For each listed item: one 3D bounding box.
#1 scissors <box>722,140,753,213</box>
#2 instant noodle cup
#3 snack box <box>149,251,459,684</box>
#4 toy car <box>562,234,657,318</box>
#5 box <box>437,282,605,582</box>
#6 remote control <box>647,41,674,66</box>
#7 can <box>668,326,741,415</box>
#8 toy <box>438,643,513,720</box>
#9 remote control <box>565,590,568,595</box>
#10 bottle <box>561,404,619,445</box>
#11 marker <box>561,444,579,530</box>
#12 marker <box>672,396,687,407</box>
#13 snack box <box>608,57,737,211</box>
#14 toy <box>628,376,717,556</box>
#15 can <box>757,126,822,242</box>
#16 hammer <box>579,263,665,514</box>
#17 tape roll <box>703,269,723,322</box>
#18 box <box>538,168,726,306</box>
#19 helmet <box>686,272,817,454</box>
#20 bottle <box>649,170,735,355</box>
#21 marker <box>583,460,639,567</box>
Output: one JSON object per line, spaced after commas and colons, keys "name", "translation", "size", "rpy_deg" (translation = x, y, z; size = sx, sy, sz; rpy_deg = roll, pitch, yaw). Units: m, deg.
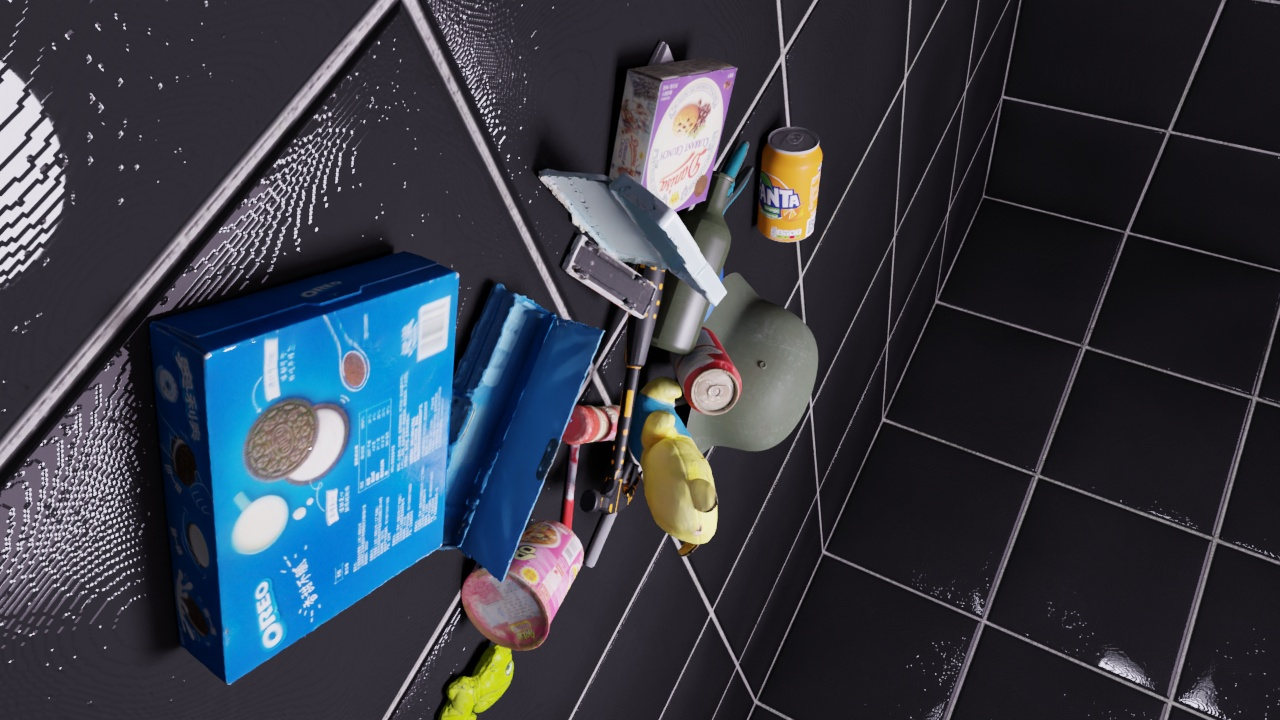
{"name": "scissors", "translation": [0.104, -0.207, 1.132], "size": [0.127, 0.019, 0.153], "rpy_deg": [-23, 131, -57]}
{"name": "instant noodle cup", "translation": [-0.111, 0.220, 0.930], "size": [0.108, 0.098, 0.098], "rpy_deg": [-45, 148, -57]}
{"name": "snack box", "translation": [-0.210, 0.064, 0.608], "size": [0.195, 0.056, 0.239], "rpy_deg": [-29, 136, -53]}
{"name": "toy car", "translation": [-0.033, -0.081, 0.899], "size": [0.113, 0.039, 0.039], "rpy_deg": [30, 80, -40]}
{"name": "box", "translation": [-0.111, 0.064, 0.776], "size": [0.231, 0.102, 0.094], "rpy_deg": [-68, 158, -4]}
{"name": "remote control", "translation": [0.034, -0.268, 0.931], "size": [0.033, 0.012, 0.131], "rpy_deg": [-64, 156, -12]}
{"name": "can", "translation": [0.075, 0.010, 1.094], "size": [0.170, 0.067, 0.067], "rpy_deg": [-107, -151, -71]}
{"name": "toy", "translation": [-0.170, 0.344, 0.969], "size": [0.093, 0.036, 0.094], "rpy_deg": [8, 103, -60]}
{"name": "remote control", "translation": [-0.115, 0.263, 1.054], "size": [0.146, 0.008, 0.045], "rpy_deg": [8, 102, -67]}
{"name": "bottle", "translation": [-0.050, 0.068, 0.992], "size": [0.109, 0.044, 0.044], "rpy_deg": [5, 104, -66]}
{"name": "marker", "translation": [-0.078, 0.144, 1.030], "size": [0.012, 0.013, 0.142], "rpy_deg": [-36, 140, -53]}
{"name": "marker", "translation": [0.047, 0.058, 1.238], "size": [0.151, 0.011, 0.011], "rpy_deg": [-12, 120, -63]}
{"name": "snack box", "translation": [0.029, -0.216, 0.904], "size": [0.143, 0.040, 0.148], "rpy_deg": [-32, 141, -50]}
{"name": "toy", "translation": [0.037, 0.126, 1.077], "size": [0.213, 0.084, 0.149], "rpy_deg": [-107, 180, -47]}
{"name": "can", "translation": [0.201, -0.236, 1.243], "size": [0.078, 0.079, 0.143], "rpy_deg": [-50, 150, -38]}
{"name": "hammer", "translation": [-0.006, 0.006, 0.979], "size": [0.123, 0.036, 0.320], "rpy_deg": [6, 94, -68]}
{"name": "tape roll", "translation": [0.077, -0.089, 1.172], "size": [0.092, 0.016, 0.091], "rpy_deg": [-59, 155, -23]}
{"name": "box", "translation": [0.002, -0.114, 0.829], "size": [0.049, 0.136, 0.197], "rpy_deg": [-64, 157, -8]}
{"name": "helmet", "translation": [0.160, 0.028, 1.277], "size": [0.267, 0.154, 0.227], "rpy_deg": [-64, 156, -13]}
{"name": "bottle", "translation": [0.058, -0.112, 1.042], "size": [0.071, 0.071, 0.207], "rpy_deg": [10, 100, -67]}
{"name": "marker", "translation": [-0.038, 0.193, 1.156], "size": [0.140, 0.016, 0.016], "rpy_deg": [-66, 157, -6]}
